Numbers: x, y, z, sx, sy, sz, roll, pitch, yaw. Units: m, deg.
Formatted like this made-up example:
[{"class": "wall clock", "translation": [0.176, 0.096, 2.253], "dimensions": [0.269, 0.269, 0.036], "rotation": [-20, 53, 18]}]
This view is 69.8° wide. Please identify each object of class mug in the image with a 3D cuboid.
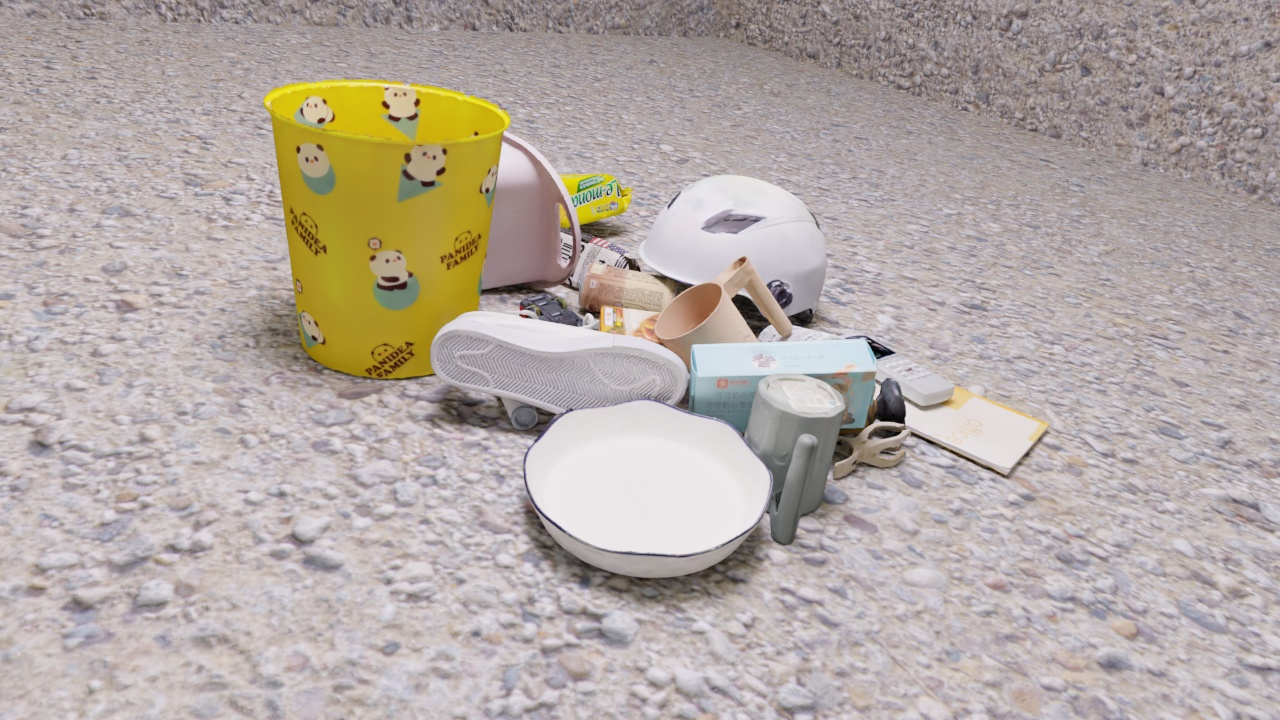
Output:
[{"class": "mug", "translation": [0.133, 0.083, 0.810], "dimensions": [0.083, 0.103, 0.123], "rotation": [9, 26, -1]}, {"class": "mug", "translation": [0.092, -0.030, 0.961], "dimensions": [0.124, 0.103, 0.084], "rotation": [-43, 28, -7]}]

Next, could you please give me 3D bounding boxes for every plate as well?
[{"class": "plate", "translation": [0.005, 0.106, 0.773], "dimensions": [0.205, 0.046, 0.204], "rotation": [3, 31, -2]}]

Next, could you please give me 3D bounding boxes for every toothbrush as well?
[{"class": "toothbrush", "translation": [-0.148, 0.004, 0.961], "dimensions": [0.026, 0.026, 0.221], "rotation": [33, 12, -34]}]

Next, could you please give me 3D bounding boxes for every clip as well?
[{"class": "clip", "translation": [0.219, 0.086, 0.913], "dimensions": [0.099, 0.034, 0.066], "rotation": [-9, 32, -15]}]

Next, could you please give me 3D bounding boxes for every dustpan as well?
[{"class": "dustpan", "translation": [-0.185, -0.202, 1.153], "dimensions": [0.138, 0.223, 0.273], "rotation": [-15, 47, -17]}]

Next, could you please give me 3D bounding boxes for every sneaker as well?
[{"class": "sneaker", "translation": [-0.075, 0.001, 0.885], "dimensions": [0.242, 0.090, 0.090], "rotation": [10, 20, -2]}]

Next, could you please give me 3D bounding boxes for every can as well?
[{"class": "can", "translation": [-0.015, -0.082, 1.131], "dimensions": [0.116, 0.059, 0.058], "rotation": [11, 27, 4]}, {"class": "can", "translation": [0.178, -0.005, 0.993], "dimensions": [0.058, 0.058, 0.147], "rotation": [1, 8, -16]}]

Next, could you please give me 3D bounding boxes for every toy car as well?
[{"class": "toy car", "translation": [-0.087, -0.031, 1.027], "dimensions": [0.052, 0.045, 0.120], "rotation": [-20, 45, -40]}]

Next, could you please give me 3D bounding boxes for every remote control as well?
[{"class": "remote control", "translation": [0.292, 0.007, 1.070], "dimensions": [0.058, 0.021, 0.150], "rotation": [-11, 33, -36]}]

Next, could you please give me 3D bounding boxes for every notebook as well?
[{"class": "notebook", "translation": [0.333, 0.055, 1.025], "dimensions": [0.206, 0.010, 0.145], "rotation": [26, 31, 31]}]

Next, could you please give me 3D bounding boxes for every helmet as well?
[{"class": "helmet", "translation": [0.133, -0.159, 1.177], "dimensions": [0.258, 0.146, 0.229], "rotation": [8, 20, -40]}]

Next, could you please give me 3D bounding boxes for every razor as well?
[{"class": "razor", "translation": [0.200, 0.056, 0.939], "dimensions": [0.167, 0.062, 0.068], "rotation": [-7, 1, -18]}]

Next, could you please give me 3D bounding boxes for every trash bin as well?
[{"class": "trash bin", "translation": [-0.258, -0.136, 0.944], "dimensions": [0.229, 0.256, 0.229], "rotation": [7, 28, -4]}]

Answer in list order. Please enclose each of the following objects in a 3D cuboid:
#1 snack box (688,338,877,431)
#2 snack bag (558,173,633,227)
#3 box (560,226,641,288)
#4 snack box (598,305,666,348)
[{"class": "snack box", "translation": [0.134, 0.025, 0.883], "dimensions": [0.175, 0.074, 0.051], "rotation": [-2, 40, -3]}, {"class": "snack bag", "translation": [-0.143, -0.236, 1.346], "dimensions": [0.158, 0.068, 0.245], "rotation": [14, 24, 40]}, {"class": "box", "translation": [-0.072, -0.134, 1.223], "dimensions": [0.163, 0.076, 0.087], "rotation": [21, 9, 29]}, {"class": "snack box", "translation": [-0.006, 0.006, 0.958], "dimensions": [0.075, 0.026, 0.153], "rotation": [6, 44, -8]}]
